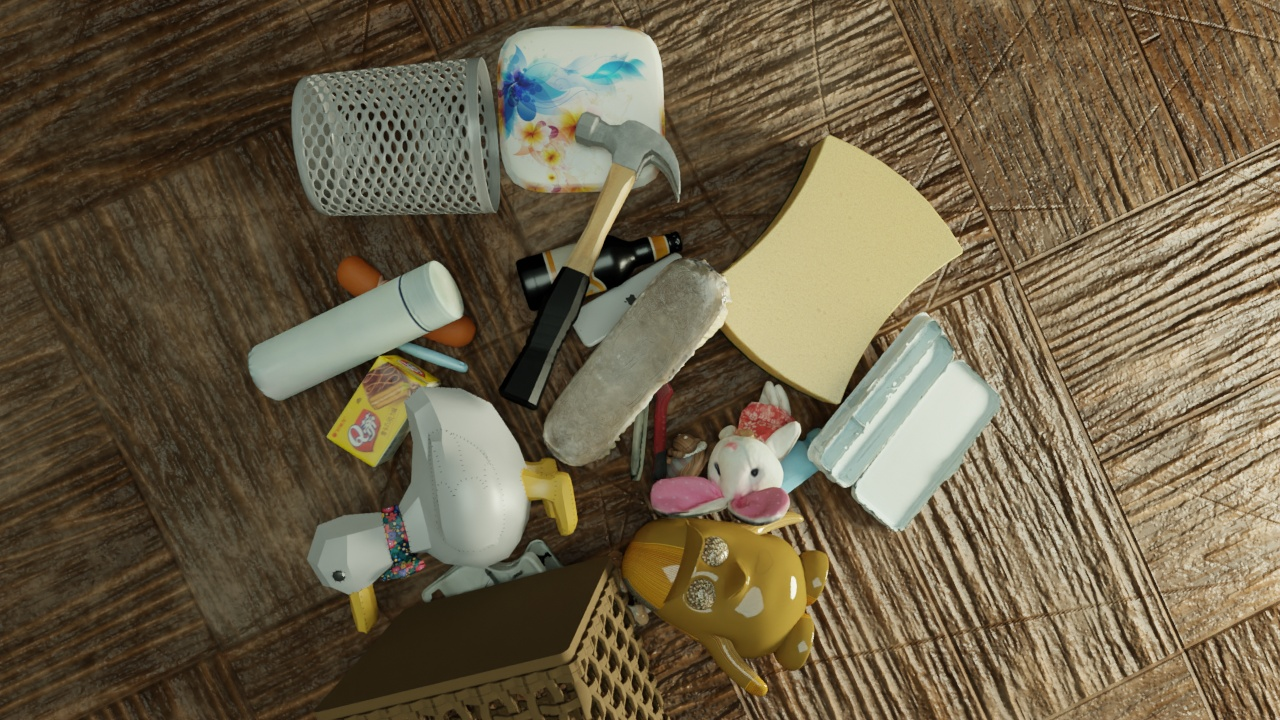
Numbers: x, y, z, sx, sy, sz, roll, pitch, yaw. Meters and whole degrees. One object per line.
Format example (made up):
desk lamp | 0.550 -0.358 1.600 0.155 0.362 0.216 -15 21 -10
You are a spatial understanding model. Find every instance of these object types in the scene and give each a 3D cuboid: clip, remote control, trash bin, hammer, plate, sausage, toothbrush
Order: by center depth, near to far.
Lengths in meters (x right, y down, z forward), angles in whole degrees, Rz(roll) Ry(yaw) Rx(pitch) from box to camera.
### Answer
trash bin | -0.248 -0.227 0.951 0.183 0.156 0.156 -4 91 -1
hammer | -0.061 -0.104 0.961 0.131 0.039 0.327 22 77 5
sausage | -0.258 -0.061 1.008 0.164 0.039 0.044 29 92 -4
clip | -0.152 0.264 1.016 0.144 0.074 0.124 -38 96 3
toothbrush | -0.265 -0.018 1.021 0.155 0.022 0.016 21 132 -4
plate | -0.066 -0.284 1.029 0.187 0.016 0.187 -2 91 -4
remote control | -0.009 -0.068 1.037 0.146 0.008 0.045 -31 80 -3

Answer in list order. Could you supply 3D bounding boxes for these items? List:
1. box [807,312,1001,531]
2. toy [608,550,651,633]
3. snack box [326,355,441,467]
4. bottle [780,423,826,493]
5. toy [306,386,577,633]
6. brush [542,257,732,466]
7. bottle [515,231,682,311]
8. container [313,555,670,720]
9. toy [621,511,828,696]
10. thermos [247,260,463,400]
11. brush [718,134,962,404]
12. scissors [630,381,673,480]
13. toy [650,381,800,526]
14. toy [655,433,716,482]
box | 0.298 0.071 1.033 0.192 0.061 0.210 38 89 -34
toy | -0.038 0.281 1.022 0.106 0.074 0.085 -40 106 1
snack box | -0.274 0.052 0.987 0.061 0.083 0.105 33 89 -3
bottle | 0.179 0.116 1.040 0.130 0.040 0.040 -36 93 -3
toy | -0.206 0.149 0.948 0.267 0.141 0.247 -5 98 -16
brush | -0.006 0.005 0.977 0.083 0.056 0.272 42 107 8
bottle | -0.043 -0.107 1.012 0.181 0.059 0.059 -17 92 -4
container | -0.125 0.355 0.888 0.252 0.219 0.214 -17 97 11
toy | 0.082 0.232 0.973 0.203 0.163 0.198 21 68 -6
thermos | -0.299 -0.030 0.965 0.230 0.067 0.068 -24 92 13
brush | 0.204 -0.098 1.021 0.195 0.075 0.250 40 88 -4
scissors | 0.018 0.040 1.026 0.146 0.015 0.188 39 104 32
toy | 0.116 0.104 0.984 0.193 0.159 0.084 -51 129 -36
toy | 0.045 0.126 1.032 0.055 0.042 0.101 36 81 -23
